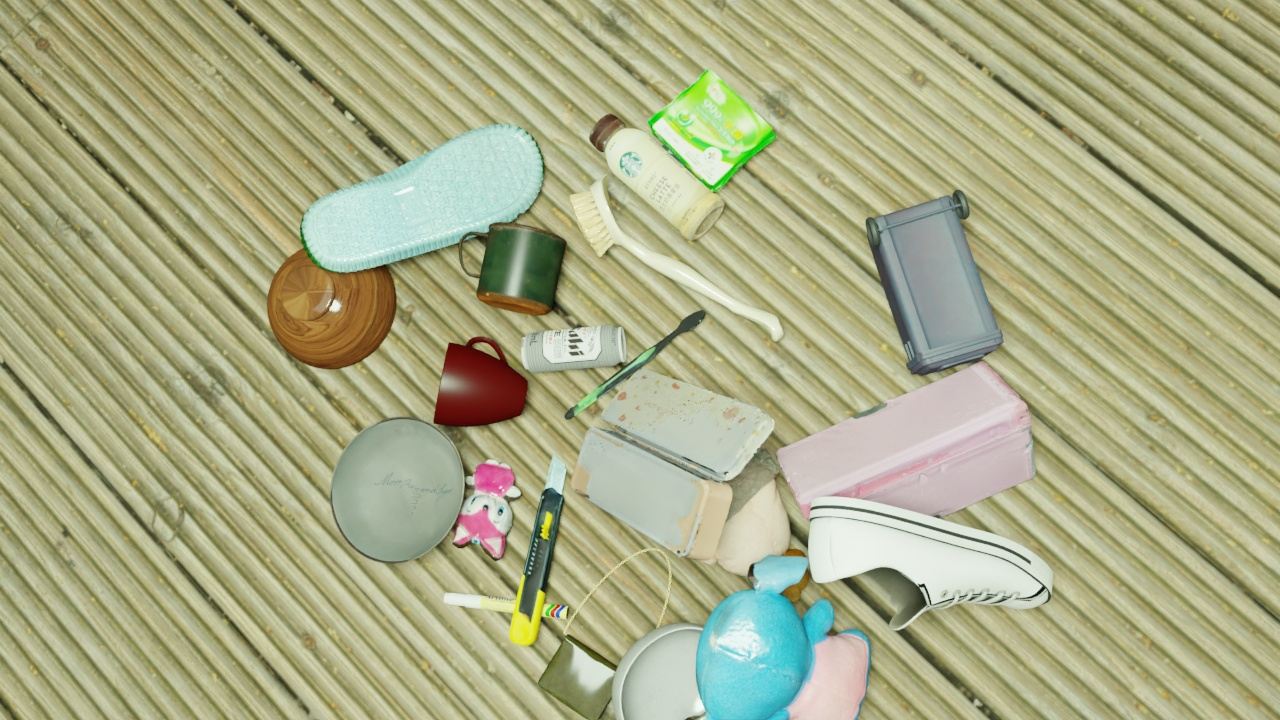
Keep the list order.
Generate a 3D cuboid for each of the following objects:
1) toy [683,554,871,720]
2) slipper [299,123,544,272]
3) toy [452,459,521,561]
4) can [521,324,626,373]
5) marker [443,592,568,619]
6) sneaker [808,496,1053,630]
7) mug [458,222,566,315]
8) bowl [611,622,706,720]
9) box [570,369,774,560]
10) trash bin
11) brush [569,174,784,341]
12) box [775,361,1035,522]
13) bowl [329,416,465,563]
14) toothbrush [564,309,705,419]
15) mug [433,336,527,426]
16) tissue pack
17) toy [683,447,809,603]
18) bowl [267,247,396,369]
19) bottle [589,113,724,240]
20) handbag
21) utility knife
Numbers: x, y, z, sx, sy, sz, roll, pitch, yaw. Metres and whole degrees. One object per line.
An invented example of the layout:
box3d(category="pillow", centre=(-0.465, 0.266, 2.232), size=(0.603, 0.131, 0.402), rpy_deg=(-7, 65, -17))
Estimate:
box3d(category="toy", centre=(0.125, 0.295, 0.845), size=(0.191, 0.099, 0.224), rpy_deg=(32, 80, -23))
box3d(category="slipper", centre=(-0.234, -0.170, 1.009), size=(0.276, 0.069, 0.116), rpy_deg=(-23, 83, -10))
box3d(category="toy", centre=(-0.165, 0.154, 0.964), size=(0.065, 0.050, 0.102), rpy_deg=(10, 78, 14))
box3d(category="can", centre=(-0.071, -0.012, 0.975), size=(0.107, 0.044, 0.044), rpy_deg=(-5, 81, 7))
box3d(category="marker", centre=(-0.141, 0.256, 0.961), size=(0.132, 0.014, 0.014), rpy_deg=(5, 82, 9))
box3d(category="sneaker", centre=(0.263, 0.202, 0.835), size=(0.245, 0.091, 0.097), rpy_deg=(20, 68, -16))
box3d(category="mug", centre=(-0.141, -0.098, 0.974), size=(0.111, 0.085, 0.081), rpy_deg=(12, 85, -6))
box3d(category="bowl", centre=(0.036, 0.323, 0.894), size=(0.131, 0.064, 0.131), rpy_deg=(2, 81, -15))
box3d(category="box", centre=(0.022, 0.091, 0.883), size=(0.063, 0.217, 0.157), rpy_deg=(42, 77, -32))
box3d(category="trash bin", centre=(0.289, -0.071, 0.909), size=(0.094, 0.092, 0.160), rpy_deg=(-17, 80, 5))
box3d(category="brush", centre=(0.037, -0.100, 0.973), size=(0.272, 0.062, 0.077), rpy_deg=(36, 104, 7))
box3d(category="box", centre=(0.266, 0.109, 0.915), size=(0.232, 0.099, 0.115), rpy_deg=(-25, 121, 3))
box3d(category="bowl", centre=(-0.247, 0.137, 0.970), size=(0.151, 0.057, 0.150), rpy_deg=(-2, 81, 10))
box3d(category="toothbrush", centre=(-0.006, 0.006, 0.982), size=(0.188, 0.017, 0.014), rpy_deg=(-37, 75, 4))
box3d(category="mug", centre=(-0.166, 0.021, 0.975), size=(0.088, 0.087, 0.113), rpy_deg=(11, 50, -11))
box3d(category="tissue pack", centre=(0.076, -0.248, 0.996), size=(0.099, 0.034, 0.114), rpy_deg=(-43, 80, -1))
box3d(category="toy", centre=(0.105, 0.164, 0.913), size=(0.132, 0.076, 0.176), rpy_deg=(-33, 91, -27))
box3d(category="bowl", centre=(-0.352, -0.068, 1.009), size=(0.147, 0.069, 0.147), rpy_deg=(-1, 82, 8))
box3d(category="bottle", centre=(0.014, -0.200, 0.985), size=(0.162, 0.056, 0.056), rpy_deg=(43, 89, 12))
box3d(category="handbag", centre=(-0.027, 0.273, 0.942), size=(0.084, 0.027, 0.178), rpy_deg=(31, 81, 11))
box3d(category="utility knife", centre=(-0.104, 0.195, 0.956), size=(0.029, 0.020, 0.197), rpy_deg=(8, 74, 7))
